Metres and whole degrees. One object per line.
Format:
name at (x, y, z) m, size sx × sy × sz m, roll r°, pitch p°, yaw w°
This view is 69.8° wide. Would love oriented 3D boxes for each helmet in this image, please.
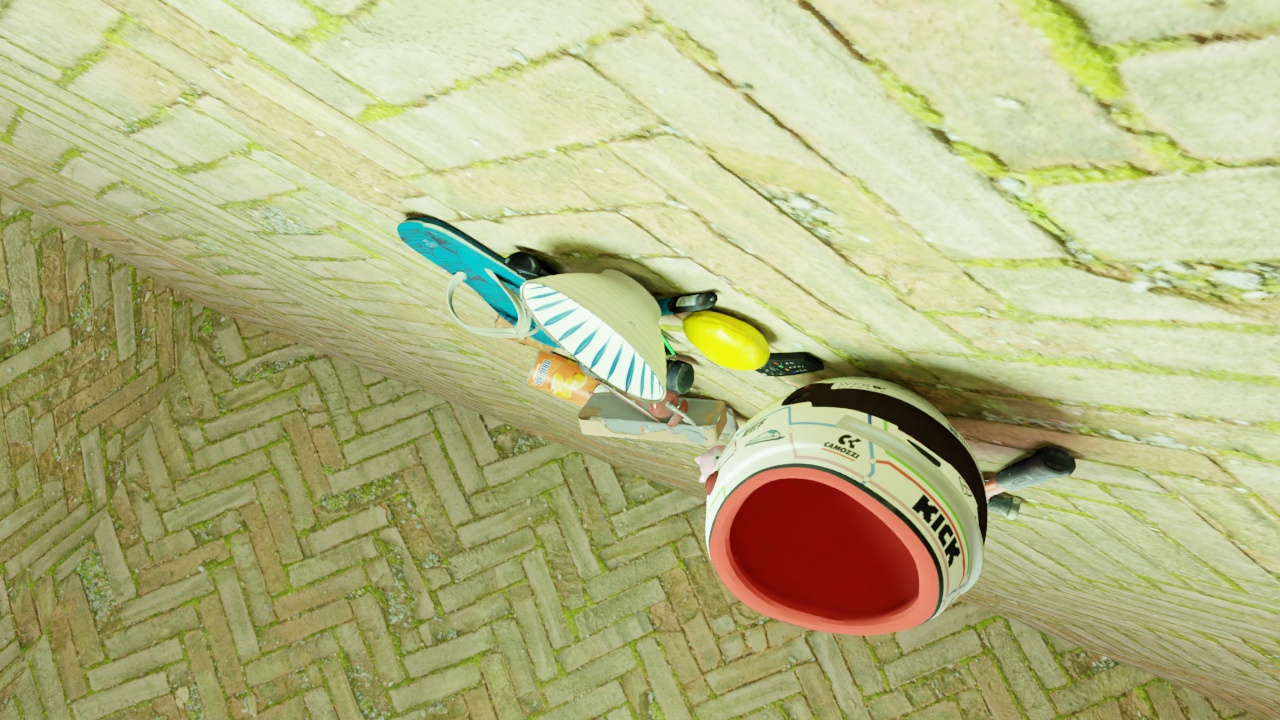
helmet at (0.207, 0.129, 0.891) m, size 0.231 × 0.235 × 0.315 m, roll 55°, pitch 142°, yaw -6°

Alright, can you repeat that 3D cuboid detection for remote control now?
remote control at (0.151, 0.004, 0.968) m, size 0.039 × 0.010 × 0.125 m, roll 26°, pitch 168°, yaw -18°
remote control at (-0.094, -0.084, 0.999) m, size 0.045 × 0.021 × 0.140 m, roll 18°, pitch 173°, yaw 27°

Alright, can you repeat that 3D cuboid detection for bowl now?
bowl at (-0.029, -0.040, 0.904) m, size 0.177 × 0.070 × 0.177 m, roll 35°, pitch 164°, yaw 12°

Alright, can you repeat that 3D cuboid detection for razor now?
razor at (-0.018, -0.029, 1.111) m, size 0.144 × 0.021 × 0.044 m, roll 10°, pitch 146°, yaw 44°

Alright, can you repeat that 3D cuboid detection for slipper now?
slipper at (-0.168, -0.070, 1.072) m, size 0.118 × 0.060 × 0.295 m, roll -2°, pitch 153°, yaw 37°

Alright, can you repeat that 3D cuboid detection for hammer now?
hammer at (0.405, 0.133, 1.039) m, size 0.140 × 0.036 × 0.326 m, roll 19°, pitch 168°, yaw 9°

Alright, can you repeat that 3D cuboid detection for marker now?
marker at (0.042, -0.054, 0.886) m, size 0.015 × 0.018 × 0.123 m, roll 28°, pitch 167°, yaw -22°

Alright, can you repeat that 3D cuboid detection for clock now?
clock at (0.014, 0.040, 1.249) m, size 0.157 × 0.062 × 0.110 m, roll 32°, pitch 174°, yaw 26°

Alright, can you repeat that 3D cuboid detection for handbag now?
handbag at (-0.147, -0.053, 1.208) m, size 0.093 × 0.043 × 0.196 m, roll 23°, pitch 165°, yaw -5°

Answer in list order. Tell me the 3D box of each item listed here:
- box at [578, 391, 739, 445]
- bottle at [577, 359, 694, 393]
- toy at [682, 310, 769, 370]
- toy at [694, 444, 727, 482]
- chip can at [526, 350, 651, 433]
box at (0.028, 0.098, 1.362) m, size 0.217 × 0.120 × 0.094 m, roll 3°, pitch 118°, yaw 24°
bottle at (-0.007, 0.007, 1.166) m, size 0.161 × 0.056 × 0.056 m, roll 14°, pitch 166°, yaw 35°
toy at (0.084, -0.020, 0.910) m, size 0.094 × 0.041 × 0.096 m, roll 34°, pitch 165°, yaw -28°
toy at (0.152, 0.145, 1.333) m, size 0.157 × 0.067 × 0.123 m, roll -10°, pitch 174°, yaw -13°
chip can at (-0.074, 0.049, 1.474) m, size 0.210 × 0.062 × 0.062 m, roll 23°, pitch 169°, yaw -4°
